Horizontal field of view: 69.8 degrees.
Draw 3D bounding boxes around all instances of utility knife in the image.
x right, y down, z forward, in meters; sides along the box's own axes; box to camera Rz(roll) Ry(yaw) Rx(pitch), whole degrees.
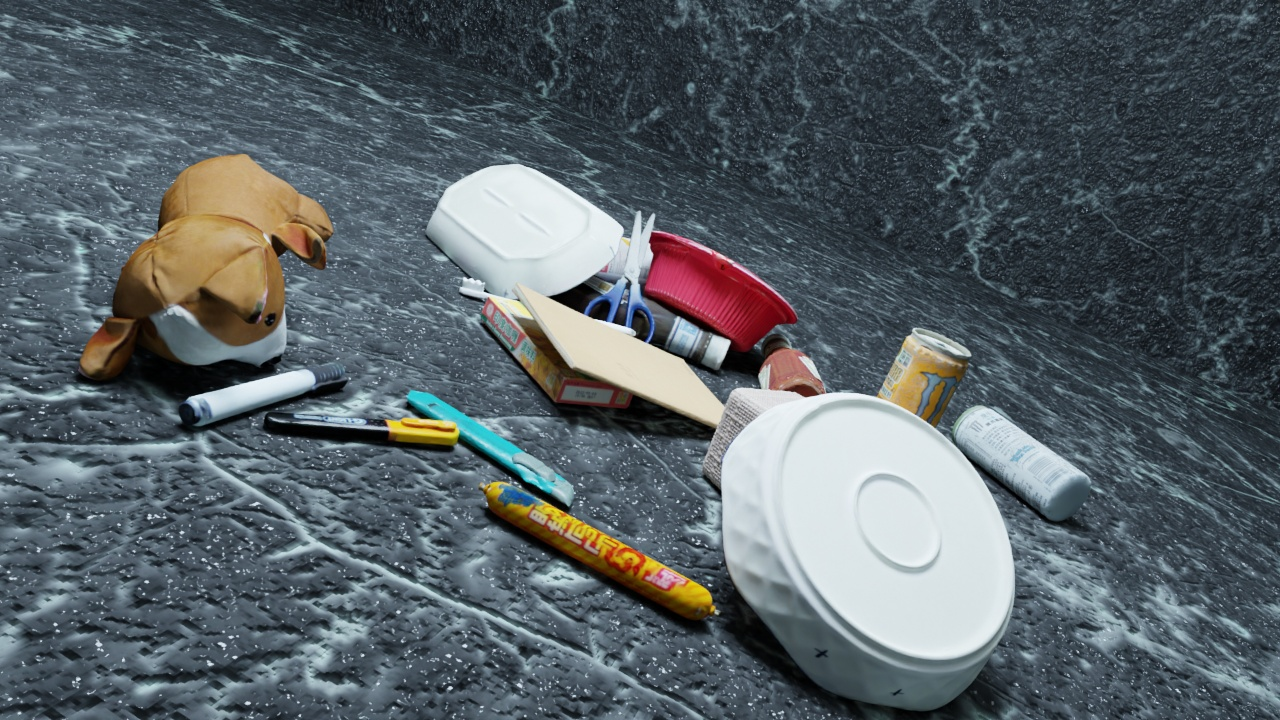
[{"bbox_3d":[-0.103,0.057,0.631,0.151,0.013,0.029,29,18,20],"label":"utility knife"}]

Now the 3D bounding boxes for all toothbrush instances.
[{"bbox_3d":[-0.091,-0.051,0.903,0.180,0.016,0.016,16,14,3],"label":"toothbrush"}]

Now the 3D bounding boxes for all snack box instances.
[{"bbox_3d":[-0.076,-0.008,0.817,0.077,0.027,0.156,8,23,-39],"label":"snack box"}]

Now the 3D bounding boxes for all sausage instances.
[{"bbox_3d":[-0.027,0.113,0.548,0.165,0.021,0.021,25,19,12],"label":"sausage"}]

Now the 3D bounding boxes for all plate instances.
[{"bbox_3d":[-0.133,-0.152,0.997,0.161,0.034,0.266,-32,44,-18],"label":"plate"},{"bbox_3d":[0.147,0.106,0.569,0.204,0.046,0.204,14,54,-20],"label":"plate"}]

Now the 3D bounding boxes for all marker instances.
[{"bbox_3d":[-0.176,0.042,0.589,0.123,0.015,0.018,8,19,-31],"label":"marker"},{"bbox_3d":[-0.234,0.020,0.582,0.022,0.018,0.130,36,21,11],"label":"marker"}]

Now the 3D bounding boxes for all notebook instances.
[{"bbox_3d":[-0.005,0.005,0.817,0.211,0.012,0.149,24,15,-37],"label":"notebook"}]

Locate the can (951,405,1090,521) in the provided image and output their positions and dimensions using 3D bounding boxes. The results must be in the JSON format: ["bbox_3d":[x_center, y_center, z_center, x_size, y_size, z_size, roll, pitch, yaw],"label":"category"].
[{"bbox_3d":[0.402,0.107,0.976,0.058,0.058,0.146,10,22,-31],"label":"can"}]

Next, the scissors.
[{"bbox_3d":[-0.021,-0.086,0.945,0.124,0.012,0.173,-11,67,-14],"label":"scissors"}]

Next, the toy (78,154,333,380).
[{"bbox_3d":[-0.281,-0.055,0.615,0.130,0.140,0.199,59,4,-26],"label":"toy"}]

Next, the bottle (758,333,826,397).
[{"bbox_3d":[0.152,0.014,0.962,0.060,0.060,0.205,20,16,-4],"label":"bottle"}]

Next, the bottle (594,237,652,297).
[{"bbox_3d":[-0.059,-0.117,1.072,0.189,0.068,0.068,7,23,-33],"label":"bottle"}]

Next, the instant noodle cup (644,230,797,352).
[{"bbox_3d":[0.076,-0.067,1.019,0.194,0.066,0.194,29,-4,2],"label":"instant noodle cup"}]

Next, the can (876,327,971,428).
[{"bbox_3d":[0.237,0.047,0.822,0.058,0.146,0.058,19,19,-7],"label":"can"}]

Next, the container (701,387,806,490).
[{"bbox_3d":[0.116,0.079,0.699,0.089,0.090,0.111,5,22,-39],"label":"container"}]

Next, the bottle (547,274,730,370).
[{"bbox_3d":[0.000,-0.044,0.975,0.195,0.044,0.079,23,21,2],"label":"bottle"}]
